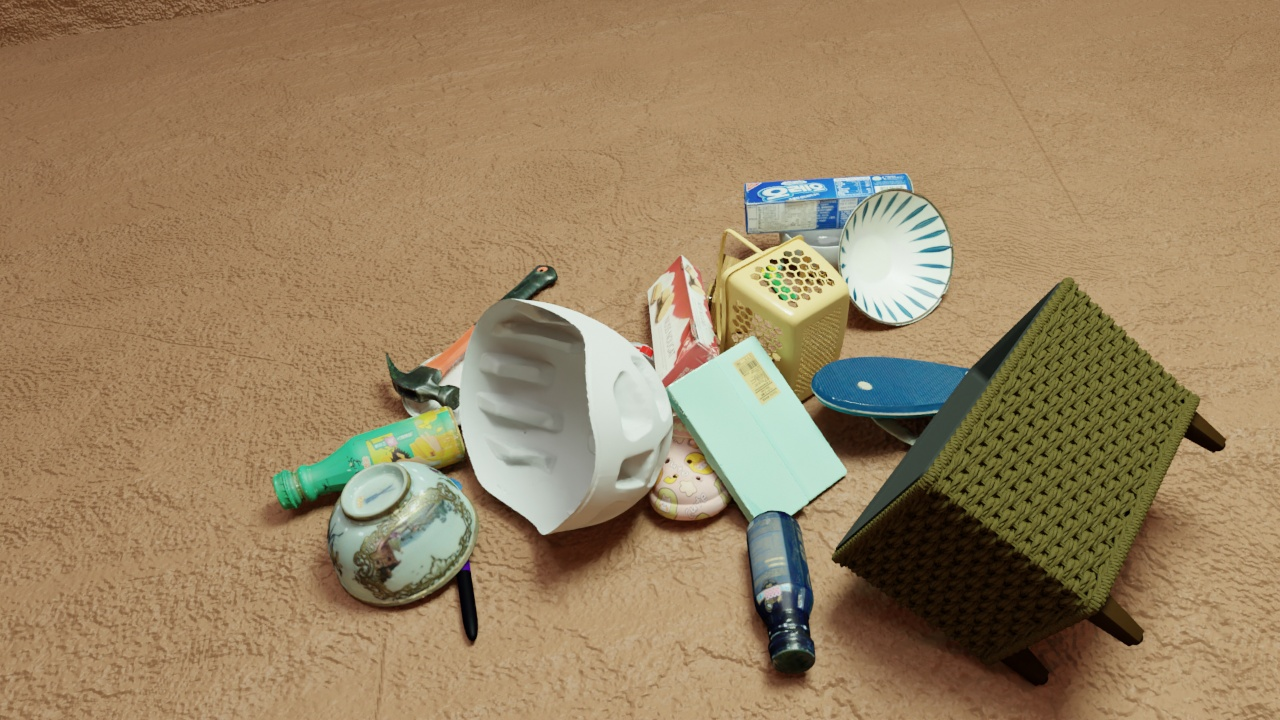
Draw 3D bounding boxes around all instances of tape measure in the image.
[{"bbox_3d":[-0.007,0.007,1.143,0.062,0.060,0.020,12,43,17],"label":"tape measure"}]

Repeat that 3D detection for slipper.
[{"bbox_3d":[0.064,0.088,1.018,0.093,0.082,0.196,4,39,12],"label":"slipper"},{"bbox_3d":[0.332,0.049,1.044,0.295,0.060,0.118,5,34,-6],"label":"slipper"}]

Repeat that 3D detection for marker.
[{"bbox_3d":[-0.180,0.229,0.934,0.018,0.015,0.133,2,36,-20],"label":"marker"}]

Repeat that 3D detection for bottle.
[{"bbox_3d":[0.134,0.216,0.869,0.056,0.056,0.160,-5,39,3],"label":"bottle"},{"bbox_3d":[-0.309,0.116,1.051,0.209,0.068,0.068,-19,41,-13],"label":"bottle"}]

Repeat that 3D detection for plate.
[{"bbox_3d":[-0.227,0.034,1.180,0.157,0.014,0.156,-4,40,3],"label":"plate"}]

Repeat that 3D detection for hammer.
[{"bbox_3d":[-0.211,-0.047,1.247,0.133,0.033,0.332,13,38,26],"label":"hammer"}]

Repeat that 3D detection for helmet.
[{"bbox_3d":[-0.095,0.055,0.982,0.283,0.224,0.183,20,11,32],"label":"helmet"}]

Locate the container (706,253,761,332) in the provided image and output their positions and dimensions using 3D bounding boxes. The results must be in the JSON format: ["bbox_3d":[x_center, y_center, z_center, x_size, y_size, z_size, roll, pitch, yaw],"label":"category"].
[{"bbox_3d":[0.125,-0.087,1.239,0.061,0.063,0.113,11,42,10],"label":"container"}]

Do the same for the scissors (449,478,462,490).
[{"bbox_3d":[-0.248,0.173,1.020,0.133,0.015,0.104,-14,42,0],"label":"scissors"}]

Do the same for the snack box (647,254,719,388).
[{"bbox_3d":[0.049,-0.049,1.144,0.077,0.044,0.272,-47,19,20],"label":"snack box"}]

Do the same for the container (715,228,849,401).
[{"bbox_3d":[0.150,-0.054,1.096,0.129,0.184,0.167,-30,51,-25],"label":"container"}]

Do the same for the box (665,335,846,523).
[{"bbox_3d":[0.126,0.076,0.987,0.136,0.033,0.186,-32,83,-22],"label":"box"}]

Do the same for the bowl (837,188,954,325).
[{"bbox_3d":[0.321,-0.136,1.216,0.177,0.177,0.071,-23,11,-18],"label":"bowl"}]

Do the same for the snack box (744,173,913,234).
[{"bbox_3d":[0.258,-0.216,1.269,0.226,0.060,0.059,-3,43,6],"label":"snack box"}]

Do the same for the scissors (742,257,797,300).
[{"bbox_3d":[0.194,-0.118,1.302,0.070,0.014,0.130,-21,40,-16],"label":"scissors"}]

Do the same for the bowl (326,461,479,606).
[{"bbox_3d":[-0.258,0.162,0.952,0.160,0.094,0.159,-10,41,8],"label":"bowl"}]

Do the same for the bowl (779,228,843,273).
[{"bbox_3d":[0.265,-0.169,1.309,0.132,0.064,0.131,-4,39,4],"label":"bowl"}]

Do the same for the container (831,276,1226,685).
[{"bbox_3d":[0.366,0.114,0.839,0.205,0.177,0.320,41,55,11],"label":"container"}]
